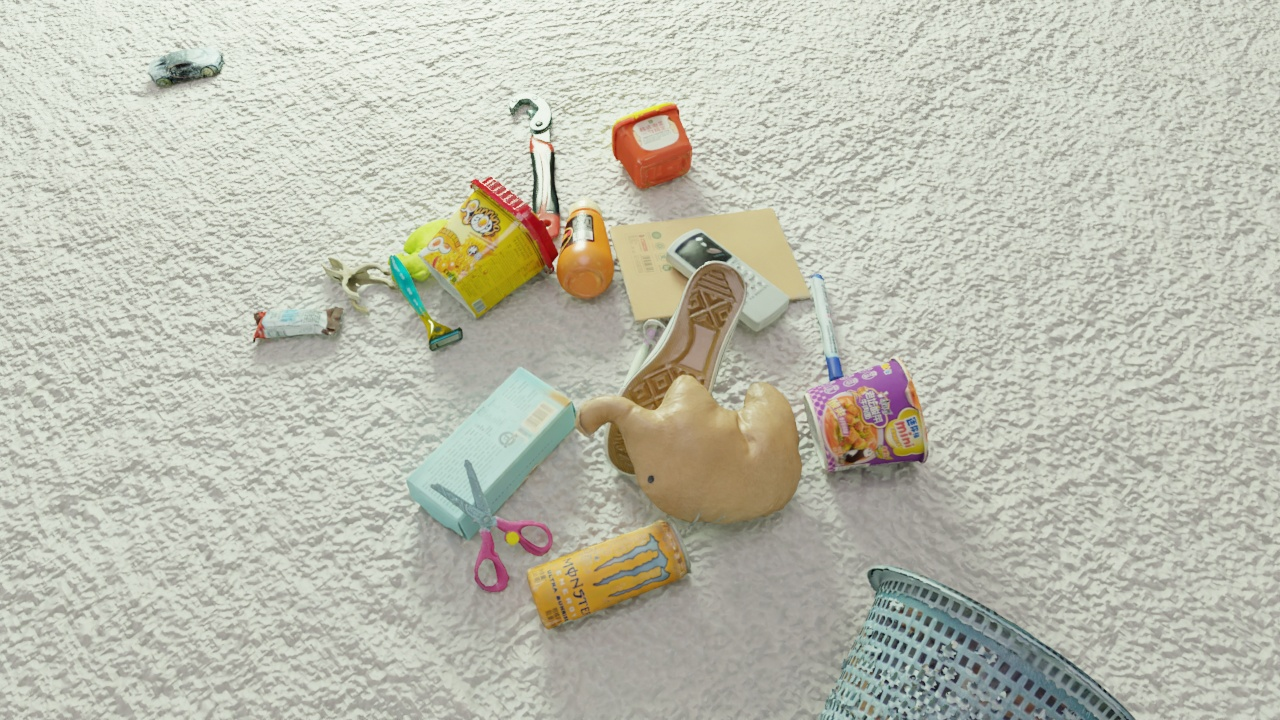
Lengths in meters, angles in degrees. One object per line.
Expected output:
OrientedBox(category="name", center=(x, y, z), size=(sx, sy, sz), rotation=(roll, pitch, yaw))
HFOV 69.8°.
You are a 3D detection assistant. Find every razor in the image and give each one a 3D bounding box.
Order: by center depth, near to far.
OrientedBox(category="razor", center=(-0.256, -0.069, 1.057), size=(0.043, 0.028, 0.132), rotation=(-27, 72, -29))

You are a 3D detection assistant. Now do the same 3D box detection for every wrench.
OrientedBox(category="wrench", center=(-0.132, -0.259, 1.198), size=(0.056, 0.016, 0.273), rotation=(-10, 56, -3))

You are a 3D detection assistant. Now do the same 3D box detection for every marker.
OrientedBox(category="marker", center=(0.207, -0.037, 1.023), size=(0.017, 0.017, 0.145), rotation=(-4, 56, 1))

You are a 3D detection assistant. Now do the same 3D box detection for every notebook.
OrientedBox(category="notebook", center=(0.079, -0.115, 1.075), size=(0.207, 0.008, 0.147), rotation=(-8, 55, -11))

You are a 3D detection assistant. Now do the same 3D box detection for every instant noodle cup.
OrientedBox(category="instant noodle cup", center=(0.218, 0.058, 0.907), size=(0.099, 0.112, 0.111), rotation=(-13, 55, 5))
OrientedBox(category="instant noodle cup", center=(-0.178, -0.126, 1.059), size=(0.123, 0.116, 0.116), rotation=(-45, 64, -11))

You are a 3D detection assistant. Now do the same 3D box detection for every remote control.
OrientedBox(category="remote control", center=(0.097, -0.094, 1.042), size=(0.058, 0.021, 0.150), rotation=(-38, 66, -27))

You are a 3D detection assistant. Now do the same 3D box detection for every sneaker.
OrientedBox(category="sneaker", center=(0.040, 0.012, 0.959), size=(0.118, 0.088, 0.241), rotation=(26, 84, 7))

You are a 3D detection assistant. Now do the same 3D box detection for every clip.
OrientedBox(category="clip", center=(-0.330, -0.100, 1.093), size=(0.095, 0.035, 0.102), rotation=(-28, 50, -10))

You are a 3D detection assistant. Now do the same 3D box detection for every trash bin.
OrientedBox(category="trash bin", center=(0.220, 0.299, 0.690), size=(0.226, 0.227, 0.195), rotation=(33, 76, 23))

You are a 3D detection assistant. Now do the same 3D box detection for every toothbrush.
OrientedBox(category="toothbrush", center=(-0.006, 0.006, 1.005), size=(0.029, 0.020, 0.189), rotation=(-2, 51, 33))

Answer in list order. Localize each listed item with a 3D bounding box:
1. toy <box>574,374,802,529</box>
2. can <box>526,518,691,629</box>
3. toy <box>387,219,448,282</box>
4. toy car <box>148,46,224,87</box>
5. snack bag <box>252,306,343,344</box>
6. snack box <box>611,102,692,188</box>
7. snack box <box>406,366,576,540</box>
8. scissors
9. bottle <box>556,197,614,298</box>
OrientedBox(category="toy", center=(0.051, 0.086, 0.865), size=(0.225, 0.083, 0.143), rotation=(5, 69, -22))
OrientedBox(category="can", center=(-0.029, 0.197, 0.852), size=(0.146, 0.058, 0.058), rotation=(-19, 56, -9))
OrientedBox(category="toy", center=(-0.259, -0.135, 1.109), size=(0.097, 0.031, 0.100), rotation=(-3, 51, 19))
OrientedBox(category="toy car", center=(-0.667, -0.435, 1.346), size=(0.105, 0.031, 0.049), rotation=(-16, 57, -8))
OrientedBox(category="snack bag", center=(-0.399, -0.044, 1.061), size=(0.105, 0.026, 0.045), rotation=(-4, 46, 0))
OrientedBox(category="snack box", center=(0.017, -0.270, 1.160), size=(0.091, 0.082, 0.080), rotation=(-21, 67, -10))
OrientedBox(category="snack box", center=(-0.148, 0.092, 0.936), size=(0.074, 0.052, 0.174), rotation=(32, 63, 24))
OrientedBox(category="scissors", center=(-0.150, 0.161, 0.871), size=(0.135, 0.017, 0.108), rotation=(37, 80, -17))
OrientedBox(category="bottle", center=(-0.066, -0.142, 1.089), size=(0.067, 0.067, 0.149), rotation=(-4, 48, 1))
